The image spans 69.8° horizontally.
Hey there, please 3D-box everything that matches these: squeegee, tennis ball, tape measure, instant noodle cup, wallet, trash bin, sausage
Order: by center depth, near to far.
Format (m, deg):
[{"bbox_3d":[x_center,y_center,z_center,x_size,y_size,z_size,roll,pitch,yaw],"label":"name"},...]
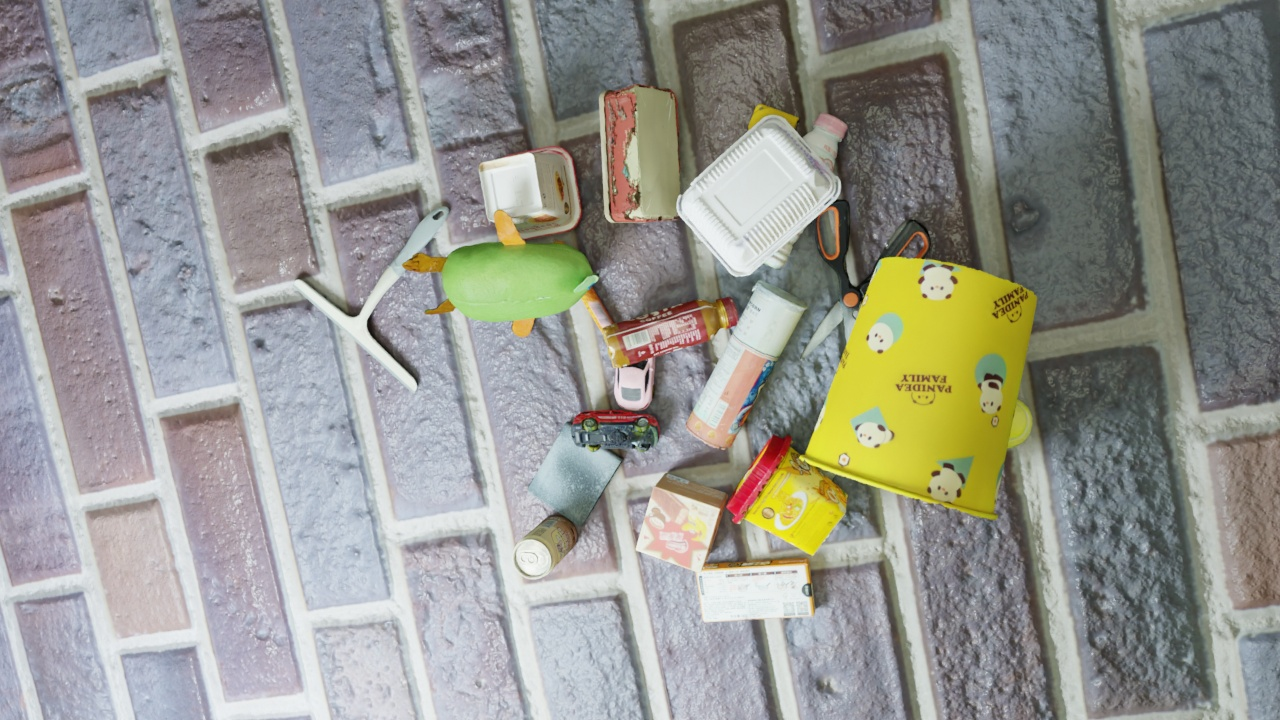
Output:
[{"bbox_3d":[0.331,0.028,1.068,0.230,0.229,0.255,16,90,11],"label":"trash bin"},{"bbox_3d":[0.138,-0.203,1.106,0.173,0.060,0.138,-41,80,8],"label":"instant noodle cup"},{"bbox_3d":[0.447,0.076,1.129,0.065,0.065,0.065,1,97,13],"label":"tennis ball"},{"bbox_3d":[0.166,-0.295,1.170,0.060,0.028,0.057,24,102,10],"label":"tape measure"},{"bbox_3d":[0.191,0.175,1.171,0.123,0.116,0.116,34,107,6],"label":"instant noodle cup"},{"bbox_3d":[-0.149,-0.222,1.202,0.116,0.124,0.116,-8,94,14],"label":"instant noodle cup"},{"bbox_3d":[-0.075,-0.096,1.252,0.021,0.021,0.165,-31,89,14],"label":"sausage"},{"bbox_3d":[-0.093,0.160,1.289,0.097,0.019,0.121,33,104,9],"label":"wallet"},{"bbox_3d":[-0.350,-0.120,1.304,0.246,0.039,0.247,41,103,5],"label":"squeegee"}]

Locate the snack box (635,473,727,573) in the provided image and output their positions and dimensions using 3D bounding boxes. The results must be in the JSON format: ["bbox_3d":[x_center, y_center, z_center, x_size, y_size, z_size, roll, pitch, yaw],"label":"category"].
[{"bbox_3d":[0.056,0.216,1.229,0.093,0.077,0.094,18,100,10],"label":"snack box"}]

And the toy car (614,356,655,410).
[{"bbox_3d":[-0.007,0.007,1.242,0.056,0.037,0.122,4,96,11],"label":"toy car"}]

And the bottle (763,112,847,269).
[{"bbox_3d":[0.195,-0.214,1.155,0.068,0.068,0.197,29,99,8],"label":"bottle"}]

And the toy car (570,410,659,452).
[{"bbox_3d":[-0.033,0.093,1.247,0.120,0.045,0.053,2,133,5],"label":"toy car"}]

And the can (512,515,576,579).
[{"bbox_3d":[-0.130,0.254,1.256,0.058,0.116,0.058,2,97,12],"label":"can"}]

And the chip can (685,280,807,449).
[{"bbox_3d":[0.134,0.008,1.184,0.071,0.071,0.215,29,105,8],"label":"chip can"}]

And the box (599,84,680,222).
[{"bbox_3d":[0.006,-0.261,1.167,0.079,0.091,0.168,2,98,44],"label":"box"}]

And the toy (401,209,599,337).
[{"bbox_3d":[-0.176,-0.105,1.204,0.247,0.227,0.089,-2,54,0],"label":"toy"}]

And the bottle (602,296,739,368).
[{"bbox_3d":[0.040,-0.040,1.198,0.175,0.057,0.057,-16,92,-3],"label":"bottle"}]

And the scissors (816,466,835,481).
[{"bbox_3d":[0.266,0.131,1.203,0.195,0.015,0.206,-15,93,14],"label":"scissors"}]

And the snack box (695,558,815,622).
[{"bbox_3d":[0.155,0.311,1.243,0.154,0.026,0.075,-7,95,14],"label":"snack box"}]

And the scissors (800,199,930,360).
[{"bbox_3d":[0.269,-0.102,1.167,0.221,0.021,0.224,-34,99,10],"label":"scissors"}]
